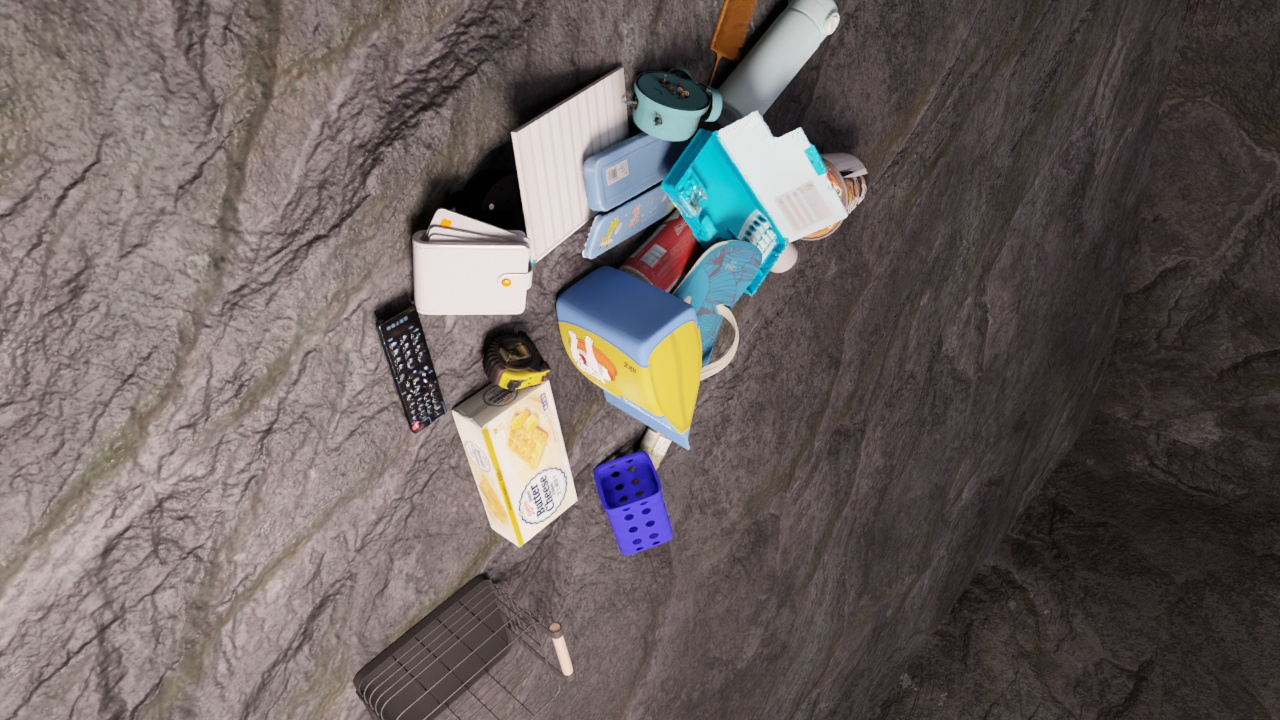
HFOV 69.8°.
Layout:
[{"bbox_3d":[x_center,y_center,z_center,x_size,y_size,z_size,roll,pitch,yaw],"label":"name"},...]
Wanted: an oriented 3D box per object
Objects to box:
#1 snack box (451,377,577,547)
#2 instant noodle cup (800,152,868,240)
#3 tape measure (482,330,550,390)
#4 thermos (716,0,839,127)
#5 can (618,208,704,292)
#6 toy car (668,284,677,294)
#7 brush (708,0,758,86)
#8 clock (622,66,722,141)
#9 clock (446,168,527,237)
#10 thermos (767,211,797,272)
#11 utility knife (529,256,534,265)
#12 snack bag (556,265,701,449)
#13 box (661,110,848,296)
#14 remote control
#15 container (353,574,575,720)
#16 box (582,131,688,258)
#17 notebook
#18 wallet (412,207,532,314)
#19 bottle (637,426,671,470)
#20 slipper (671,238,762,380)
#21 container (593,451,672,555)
[{"bbox_3d":[-0.148,0.119,1.113,0.104,0.057,0.208,-37,135,-31],"label":"snack box"},{"bbox_3d":[0.270,-0.251,1.344,0.121,0.124,0.124,-31,133,-48],"label":"instant noodle cup"},{"bbox_3d":[-0.145,-0.001,1.036,0.062,0.067,0.038,-17,155,-34],"label":"tape measure"},{"bbox_3d":[0.174,-0.386,1.175,0.206,0.078,0.065,-51,142,-11],"label":"thermos"},{"bbox_3d":[0.045,-0.145,1.173,0.170,0.067,0.067,-47,140,-19],"label":"can"},{"bbox_3d":[0.071,-0.067,1.267,0.047,0.047,0.112,-43,140,-24],"label":"toy car"},{"bbox_3d":[0.110,-0.398,1.137,0.048,0.017,0.126,4,108,-51],"label":"brush"},{"bbox_3d":[0.043,-0.299,1.062,0.124,0.090,0.053,-25,148,-39],"label":"clock"},{"bbox_3d":[-0.154,-0.150,0.954,0.120,0.042,0.091,-44,139,-24],"label":"clock"},{"bbox_3d":[0.157,-0.194,1.287,0.052,0.052,0.224,-60,143,-4],"label":"thermos"},{"bbox_3d":[-0.109,-0.162,1.024,0.031,0.015,0.175,15,101,-50],"label":"utility knife"},{"bbox_3d":[-0.007,0.007,1.129,0.102,0.159,0.205,-38,138,-28],"label":"snack bag"},{"bbox_3d":[0.141,-0.204,1.140,0.182,0.071,0.227,-40,136,4],"label":"box"},{"bbox_3d":[-0.242,0.009,0.966,0.047,0.022,0.150,-36,137,-32],"label":"remote control"},{"bbox_3d":[-0.217,0.409,1.146,0.240,0.130,0.163,-37,136,-30],"label":"container"},{"bbox_3d":[0.000,-0.203,1.081,0.208,0.034,0.128,-39,139,-47],"label":"box"},{"bbox_3d":[-0.067,-0.216,0.998,0.209,0.009,0.143,-48,143,-45],"label":"notebook"},{"bbox_3d":[-0.168,-0.100,0.921,0.118,0.037,0.115,-1,131,-13],"label":"wallet"},{"bbox_3d":[0.030,0.105,1.328,0.043,0.043,0.111,23,94,-53],"label":"bottle"},{"bbox_3d":[0.068,-0.032,1.191,0.118,0.060,0.296,11,131,-23],"label":"slipper"},{"bbox_3d":[-0.008,0.203,1.292,0.084,0.085,0.114,-18,133,-3],"label":"container"}]
